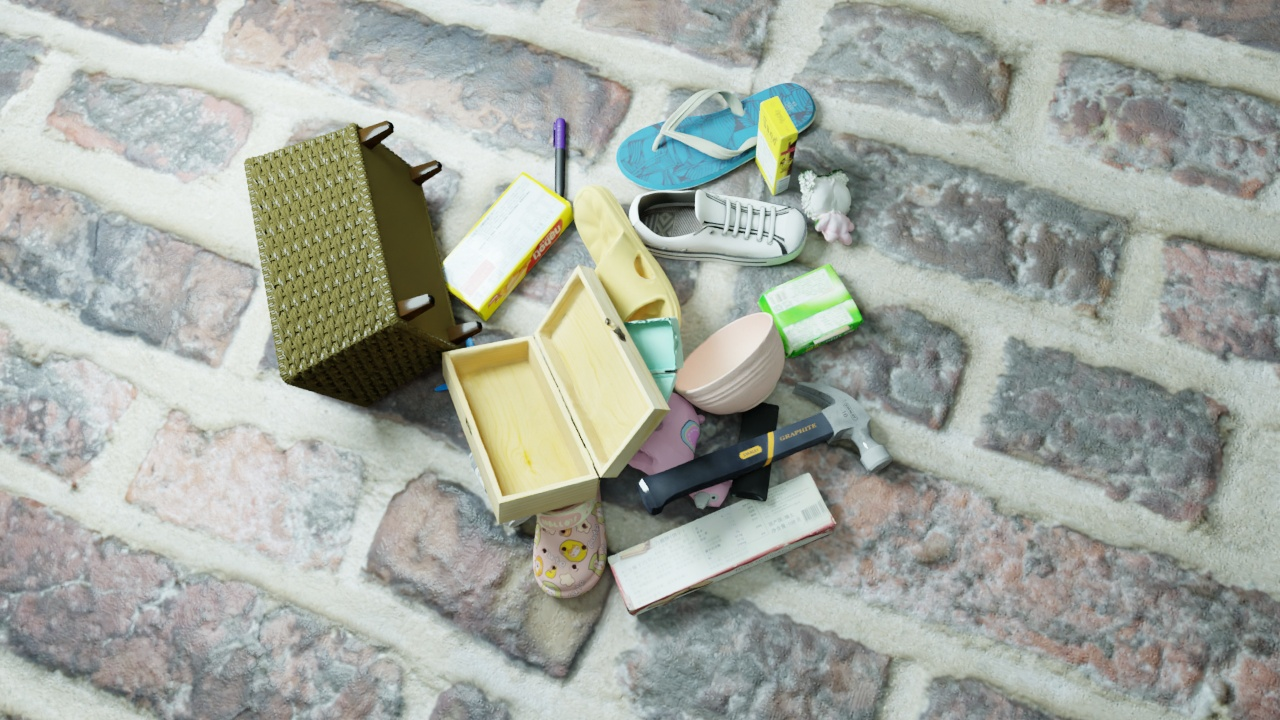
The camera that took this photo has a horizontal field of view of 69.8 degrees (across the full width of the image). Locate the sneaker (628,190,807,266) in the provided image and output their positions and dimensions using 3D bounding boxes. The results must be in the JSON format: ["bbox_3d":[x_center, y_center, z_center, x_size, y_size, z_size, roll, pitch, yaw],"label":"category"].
[{"bbox_3d":[0.101,-0.191,1.230,0.245,0.097,0.091,8,74,8],"label":"sneaker"}]

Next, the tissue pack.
[{"bbox_3d":[0.225,-0.065,1.211,0.114,0.034,0.099,-23,69,-1],"label":"tissue pack"}]

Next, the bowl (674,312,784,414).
[{"bbox_3d":[0.123,0.016,1.154,0.153,0.153,0.076,-41,107,-8],"label":"bowl"}]

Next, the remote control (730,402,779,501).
[{"bbox_3d":[0.144,0.110,1.151,0.045,0.021,0.140,8,53,8],"label":"remote control"}]

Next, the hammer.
[{"bbox_3d":[0.143,0.118,1.108,0.312,0.035,0.139,-19,62,-21],"label":"hammer"}]

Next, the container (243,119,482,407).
[{"bbox_3d":[-0.352,-0.134,1.193,0.205,0.176,0.320,-21,71,13],"label":"container"}]

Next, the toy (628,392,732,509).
[{"bbox_3d":[0.050,0.111,1.150,0.157,0.067,0.123,28,54,-10],"label":"toy"}]

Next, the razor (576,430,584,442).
[{"bbox_3d":[-0.045,0.105,1.176,0.144,0.021,0.044,9,38,-10],"label":"razor"}]

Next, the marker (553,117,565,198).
[{"bbox_3d":[-0.118,-0.290,1.326,0.018,0.015,0.133,-7,72,18],"label":"marker"}]

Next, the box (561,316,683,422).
[{"bbox_3d":[-0.030,0.016,1.156,0.187,0.055,0.138,-3,79,42],"label":"box"}]

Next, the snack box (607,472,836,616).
[{"bbox_3d":[0.100,0.228,1.129,0.273,0.044,0.076,-23,66,-2],"label":"snack box"}]

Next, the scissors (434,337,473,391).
[{"bbox_3d":[-0.217,0.023,1.239,0.127,0.013,0.125,-18,73,-4],"label":"scissors"}]

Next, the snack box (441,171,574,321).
[{"bbox_3d":[-0.190,-0.161,1.279,0.092,0.042,0.200,36,79,15],"label":"snack box"}]

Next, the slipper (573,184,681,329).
[{"bbox_3d":[-0.038,-0.121,1.215,0.078,0.100,0.263,-11,63,-33],"label":"slipper"}]

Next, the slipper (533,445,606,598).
[{"bbox_3d":[-0.091,0.192,1.139,0.093,0.081,0.197,-2,70,4],"label":"slipper"}]

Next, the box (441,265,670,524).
[{"bbox_3d":[-0.105,0.044,1.123,0.253,0.118,0.247,-36,53,9],"label":"box"}]

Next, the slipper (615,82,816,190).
[{"bbox_3d":[0.108,-0.322,1.292,0.295,0.060,0.118,-22,75,-1],"label":"slipper"}]

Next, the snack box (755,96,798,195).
[{"bbox_3d":[0.180,-0.283,1.223,0.025,0.149,0.061,-23,72,-3],"label":"snack box"}]

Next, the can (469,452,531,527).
[{"bbox_3d":[-0.178,0.159,1.176,0.044,0.044,0.106,-32,72,-5],"label":"can"}]

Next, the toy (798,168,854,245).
[{"bbox_3d":[0.253,-0.206,1.241,0.095,0.041,0.109,-8,81,-35],"label":"toy"}]
